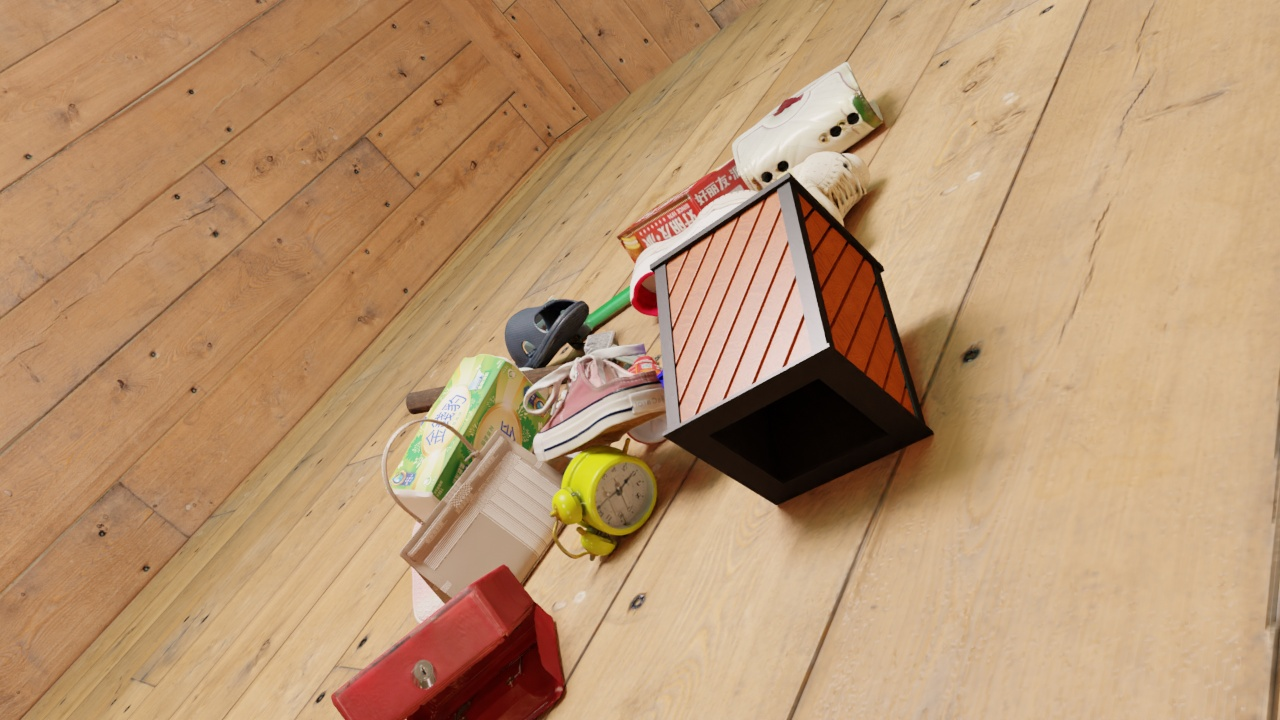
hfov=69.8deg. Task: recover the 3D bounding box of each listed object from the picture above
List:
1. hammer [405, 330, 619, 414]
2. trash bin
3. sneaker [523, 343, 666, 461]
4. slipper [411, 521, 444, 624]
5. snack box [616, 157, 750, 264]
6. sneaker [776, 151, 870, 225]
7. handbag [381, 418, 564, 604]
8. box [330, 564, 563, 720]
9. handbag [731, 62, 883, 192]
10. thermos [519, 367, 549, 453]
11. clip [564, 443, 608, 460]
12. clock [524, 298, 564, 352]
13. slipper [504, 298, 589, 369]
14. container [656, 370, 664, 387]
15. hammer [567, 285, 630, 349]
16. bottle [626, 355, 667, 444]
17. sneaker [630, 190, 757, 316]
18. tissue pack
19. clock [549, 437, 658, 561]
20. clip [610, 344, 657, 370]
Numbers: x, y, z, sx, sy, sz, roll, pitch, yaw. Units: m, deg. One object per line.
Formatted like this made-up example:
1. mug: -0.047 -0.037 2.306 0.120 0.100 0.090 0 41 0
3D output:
1. hammer: -0.180 0.051 1.205 0.301 0.037 0.217 -11 26 12
2. trash bin: 0.110 -0.013 0.711 0.140 0.139 0.171 -31 43 30
3. sneaker: -0.051 0.040 0.903 0.118 0.088 0.242 -13 -10 -29
4. slipper: -0.219 0.221 1.071 0.107 0.055 0.221 -36 30 15
5. snack box: 0.065 -0.226 1.412 0.113 0.060 0.237 -41 11 -26
6. sneaker: 0.222 -0.191 1.060 0.102 0.089 0.241 -29 17 13
7. handbag: -0.181 0.143 0.941 0.062 0.198 0.175 -14 33 54
8. box: -0.163 0.257 0.784 0.157 0.127 0.137 -42 14 2
9. handbag: 0.230 -0.318 1.285 0.199 0.096 0.141 -32 22 23
10. thermos: -0.170 0.089 1.240 0.068 0.068 0.229 -36 21 18
11. clip: -0.069 0.103 1.063 0.054 0.044 0.101 2 45 47
12. clock: -0.154 -0.051 1.530 0.090 0.053 0.124 -30 25 32
13. slipper: -0.158 -0.036 1.368 0.101 0.082 0.264 -41 -2 -35
14. container: 0.082 0.011 0.884 0.113 0.085 0.084 -48 19 -12
15. hammer: 0.006 -0.117 1.394 0.319 0.032 0.130 -34 20 22
16. bottle: 0.007 0.035 1.016 0.062 0.062 0.137 -37 19 15
17. sneaker: 0.076 -0.125 1.198 0.237 0.090 0.104 -26 34 37
18. tissue pack: -0.216 0.098 1.059 0.142 0.120 0.197 -2 43 36
19. clock: -0.037 0.133 0.863 0.118 0.083 0.057 -47 26 -20
20. clip: -0.007 0.003 1.163 0.076 0.061 0.023 10 55 47
